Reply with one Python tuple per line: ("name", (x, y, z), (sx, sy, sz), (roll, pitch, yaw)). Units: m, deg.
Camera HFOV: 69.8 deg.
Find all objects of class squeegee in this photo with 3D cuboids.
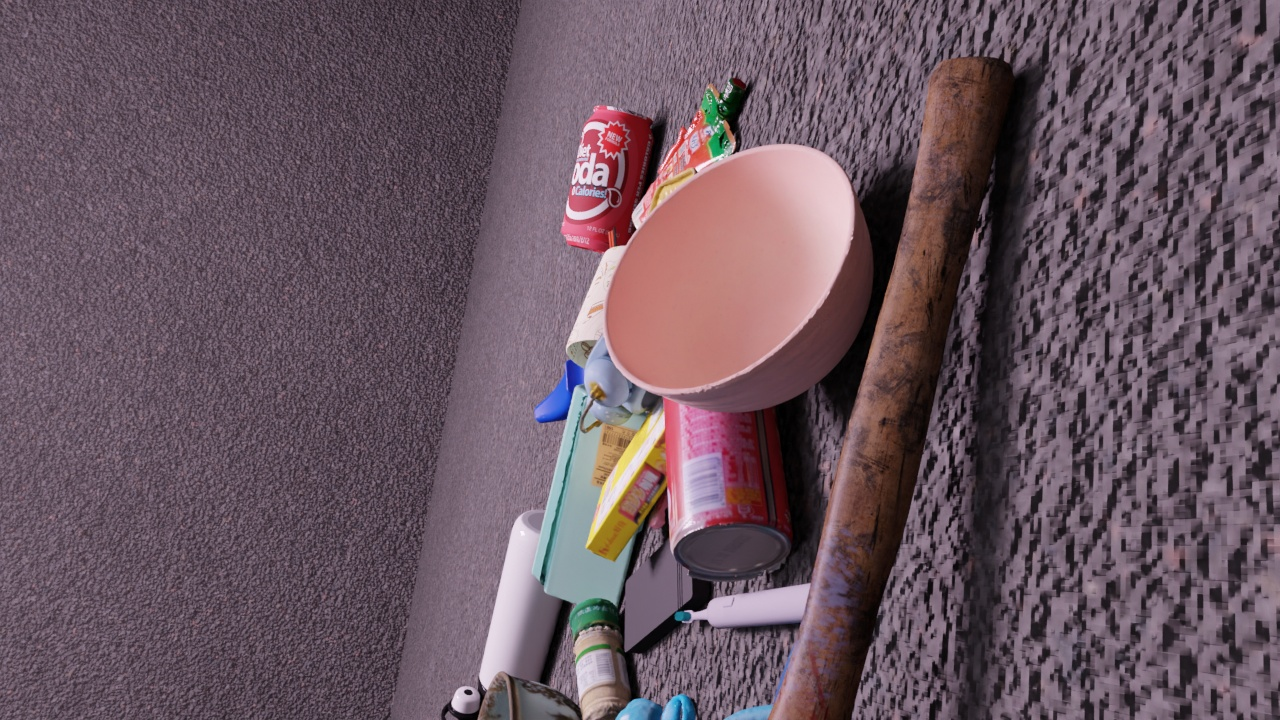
("squeegee", (-0.053, 0.023, 0.906), (0.185, 0.055, 0.249), (-34, 53, 47))

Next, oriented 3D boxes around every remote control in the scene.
("remote control", (0.016, 0.163, 0.653), (0.134, 0.013, 0.058), (123, 153, -53))

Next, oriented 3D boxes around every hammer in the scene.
("hammer", (0.105, 0.032, 0.364), (0.120, 0.033, 0.330), (11, 80, 31))

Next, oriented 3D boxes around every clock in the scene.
("clock", (-0.004, 0.004, 0.672), (0.124, 0.051, 0.089), (-45, -15, -15))

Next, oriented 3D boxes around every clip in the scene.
("clip", (0.030, 0.098, 0.649), (0.060, 0.043, 0.023), (-51, 19, -5))

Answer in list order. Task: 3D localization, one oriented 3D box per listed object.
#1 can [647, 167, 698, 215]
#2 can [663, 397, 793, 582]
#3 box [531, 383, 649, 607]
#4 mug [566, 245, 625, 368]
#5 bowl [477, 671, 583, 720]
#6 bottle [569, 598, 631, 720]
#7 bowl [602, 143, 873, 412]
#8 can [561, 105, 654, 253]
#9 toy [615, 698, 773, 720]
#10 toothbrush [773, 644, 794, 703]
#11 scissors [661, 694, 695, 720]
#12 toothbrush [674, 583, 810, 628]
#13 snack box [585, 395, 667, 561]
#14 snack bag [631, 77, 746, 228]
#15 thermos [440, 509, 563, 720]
("can", (0.046, -0.099, 0.654), (0.100, 0.059, 0.054), (-174, 96, -74))
("can", (0.048, 0.055, 0.526), (0.067, 0.066, 0.124), (120, 156, -47))
("box", (-0.024, 0.116, 0.759), (0.091, 0.077, 0.189), (28, 113, 33))
("mug", (-0.001, -0.047, 0.781), (0.122, 0.081, 0.097), (-15, 55, 49))
("bowl", (-0.073, 0.325, 0.698), (0.160, 0.094, 0.160), (-169, 91, -74))
("bottle", (-0.030, 0.238, 0.711), (0.109, 0.042, 0.043), (-105, 31, -55))
("bowl", (0.061, -0.032, 0.486), (0.153, 0.076, 0.152), (-24, 46, 27))
("can", (-0.033, -0.184, 0.949), (0.074, 0.074, 0.142), (-153, 75, -73))
("toy", (0.013, 0.238, 0.412), (0.181, 0.115, 0.183), (0, 59, 37))
("toothbrush", (0.068, 0.196, 0.450), (0.016, 0.021, 0.132), (10, 88, 39))
("scissors", (0.030, 0.265, 0.545), (0.130, 0.014, 0.117), (-137, 64, -67))
("toothbrush", (0.058, 0.140, 0.515), (0.188, 0.019, 0.018), (138, 139, -64))
("snack box", (0.009, 0.068, 0.656), (0.153, 0.025, 0.075), (-59, 8, 30))
("snack bag", (0.043, -0.166, 0.756), (0.087, 0.044, 0.155), (-100, 31, -41))
("thermos", (-0.133, 0.269, 0.936), (0.068, 0.101, 0.230), (35, 115, 51))
